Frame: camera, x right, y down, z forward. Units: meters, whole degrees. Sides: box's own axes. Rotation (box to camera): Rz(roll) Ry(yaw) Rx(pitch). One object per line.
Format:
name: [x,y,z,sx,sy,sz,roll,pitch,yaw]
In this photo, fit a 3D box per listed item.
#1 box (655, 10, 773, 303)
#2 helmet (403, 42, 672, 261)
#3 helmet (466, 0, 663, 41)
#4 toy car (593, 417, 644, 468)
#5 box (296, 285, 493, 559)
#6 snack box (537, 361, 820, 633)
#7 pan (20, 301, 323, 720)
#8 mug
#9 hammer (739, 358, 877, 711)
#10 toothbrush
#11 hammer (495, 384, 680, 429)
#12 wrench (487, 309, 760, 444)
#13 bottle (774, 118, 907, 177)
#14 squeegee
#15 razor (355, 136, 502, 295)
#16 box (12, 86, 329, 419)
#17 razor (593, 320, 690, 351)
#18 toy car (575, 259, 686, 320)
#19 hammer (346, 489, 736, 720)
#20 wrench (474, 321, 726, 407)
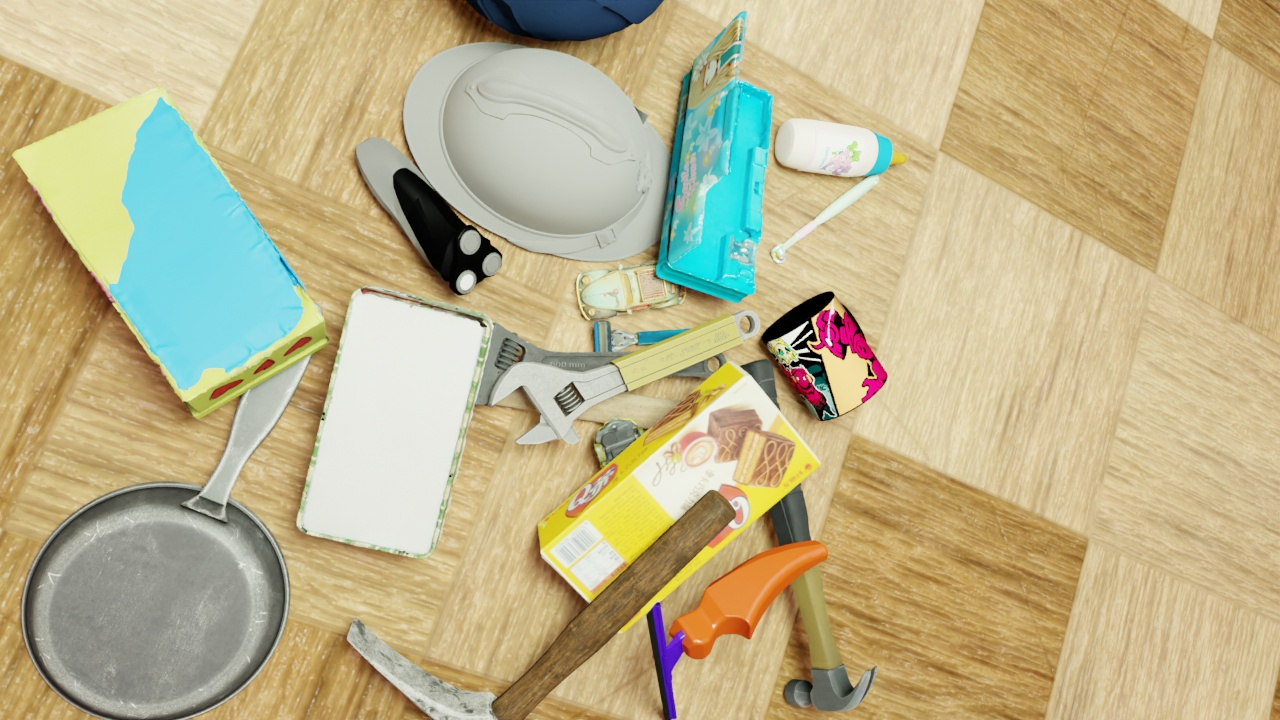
box: [0.089,-0.183,0.831,0.098,0.122,0.226,16,68,-20]
helmet: [-0.065,-0.194,0.801,0.271,0.118,0.183,22,78,-19]
helmet: [-0.080,-0.379,0.750,0.271,0.224,0.232,0,69,-49]
toy car: [-0.011,0.101,0.838,0.049,0.030,0.107,-19,106,-8]
box: [-0.197,0.049,0.741,0.117,0.049,0.205,13,93,-6]
snack box: [0.032,0.118,0.799,0.230,0.061,0.110,-41,105,1]
pan: [-0.336,0.112,0.720,0.187,0.055,0.356,26,81,-16]
mug: [0.188,-0.013,0.906,0.098,0.082,0.117,55,43,-8]
hammer: [0.145,0.163,0.862,0.025,0.118,0.333,-10,83,-33]
toothbrush: [0.192,-0.149,0.946,0.154,0.015,0.022,-38,133,-18]
hammer: [-0.081,0.034,0.831,0.330,0.031,0.119,10,83,-22]
wrench: [-0.005,0.005,0.822,0.272,0.018,0.083,-23,100,-23]
bottle: [0.211,-0.215,0.940,0.146,0.051,0.051,3,84,-20]
squeegee: [0.083,0.208,0.787,0.184,0.250,0.055,-28,54,-16]
razor: [-0.187,-0.128,0.788,0.156,0.060,0.057,44,59,9]
box: [-0.348,-0.079,0.698,0.124,0.081,0.221,-37,93,-20]
razor: [0.023,-0.022,0.870,0.143,0.022,0.042,-5,102,-21]
toy car: [-0.002,-0.069,0.851,0.111,0.047,0.047,-13,91,-22]
hammer: [-0.063,0.193,0.751,0.217,0.037,0.301,43,96,-14]
wrench: [-0.044,0.004,0.824,0.272,0.018,0.073,0,89,-24]
